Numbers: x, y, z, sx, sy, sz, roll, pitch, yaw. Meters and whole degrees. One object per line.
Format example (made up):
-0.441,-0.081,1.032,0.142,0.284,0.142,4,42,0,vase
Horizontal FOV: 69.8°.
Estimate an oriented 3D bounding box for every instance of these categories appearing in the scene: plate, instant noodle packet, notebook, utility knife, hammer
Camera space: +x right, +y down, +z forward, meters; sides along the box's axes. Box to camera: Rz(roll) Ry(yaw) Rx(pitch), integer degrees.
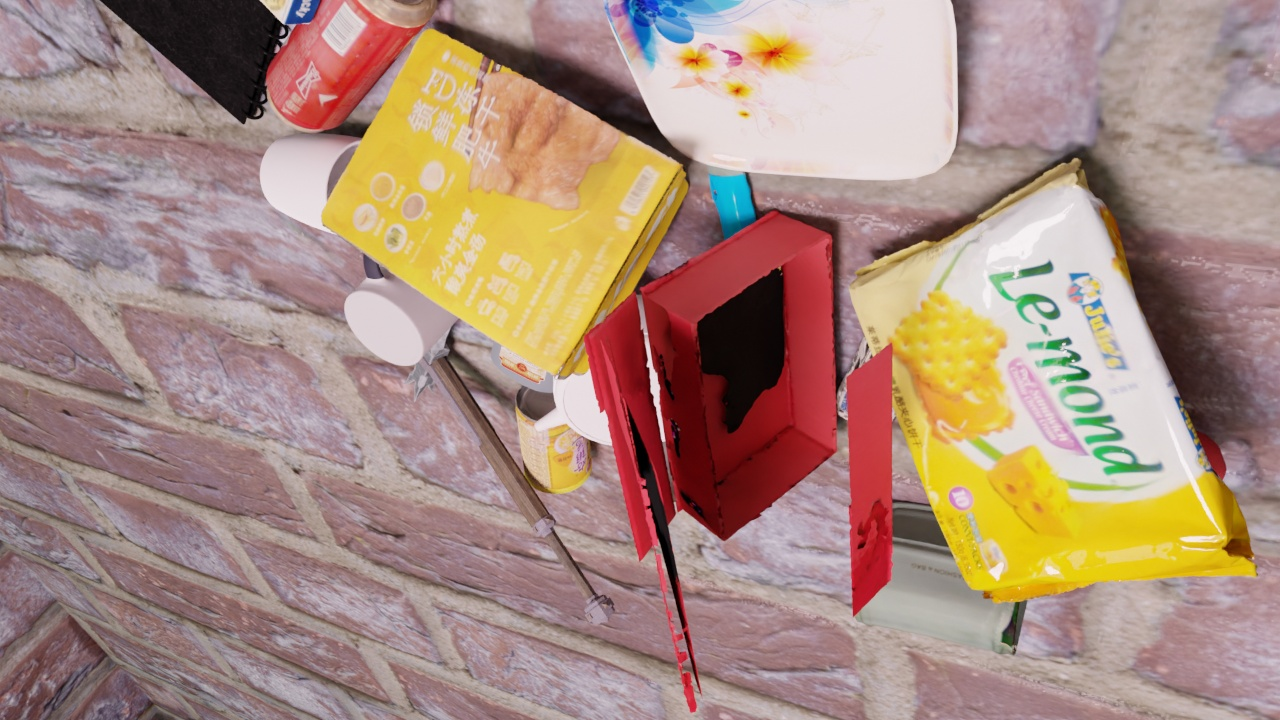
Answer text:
0.083,-0.165,0.518,0.187,0.016,0.187,9,159,23,plate
-0.098,-0.111,0.638,0.221,0.084,0.163,32,97,9,instant noodle packet
-0.341,-0.309,0.709,0.169,0.019,0.232,41,139,-7,notebook
0.079,-0.058,0.677,0.031,0.015,0.209,9,131,30,utility knife
-0.119,0.109,0.861,0.317,0.028,0.147,54,144,12,hammer

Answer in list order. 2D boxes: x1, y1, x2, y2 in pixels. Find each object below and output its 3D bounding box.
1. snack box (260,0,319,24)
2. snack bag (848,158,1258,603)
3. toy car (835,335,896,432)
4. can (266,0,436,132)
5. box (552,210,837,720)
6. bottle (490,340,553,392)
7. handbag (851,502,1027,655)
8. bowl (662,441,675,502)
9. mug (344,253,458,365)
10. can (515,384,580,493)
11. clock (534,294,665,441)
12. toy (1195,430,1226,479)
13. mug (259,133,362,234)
-0.259,-0.301,0.601,0.150,0.026,0.082,45,124,9,snack box
0.239,0.024,0.551,0.160,0.068,0.247,-24,84,42,snack bag
0.174,0.015,0.666,0.048,0.040,0.113,25,139,12,toy car
-0.213,-0.229,0.663,0.067,0.067,0.171,48,138,-16,can
0.030,0.064,0.602,0.124,0.314,0.211,11,132,26,box
-0.081,-0.043,0.773,0.072,0.046,0.162,29,139,6,bottle
0.241,0.171,0.725,0.122,0.105,0.067,7,129,28,handbag
0.025,0.086,0.820,0.121,0.056,0.121,18,137,18,bowl
-0.197,-0.068,0.785,0.079,0.096,0.112,8,133,27,mug
-0.081,0.070,0.866,0.068,0.067,0.105,18,136,18,can
-0.004,0.004,0.733,0.161,0.072,0.126,0,136,-5,clock
0.292,0.059,0.618,0.131,0.096,0.124,17,146,-8,toy
-0.253,-0.143,0.777,0.088,0.081,0.114,16,168,28,mug
